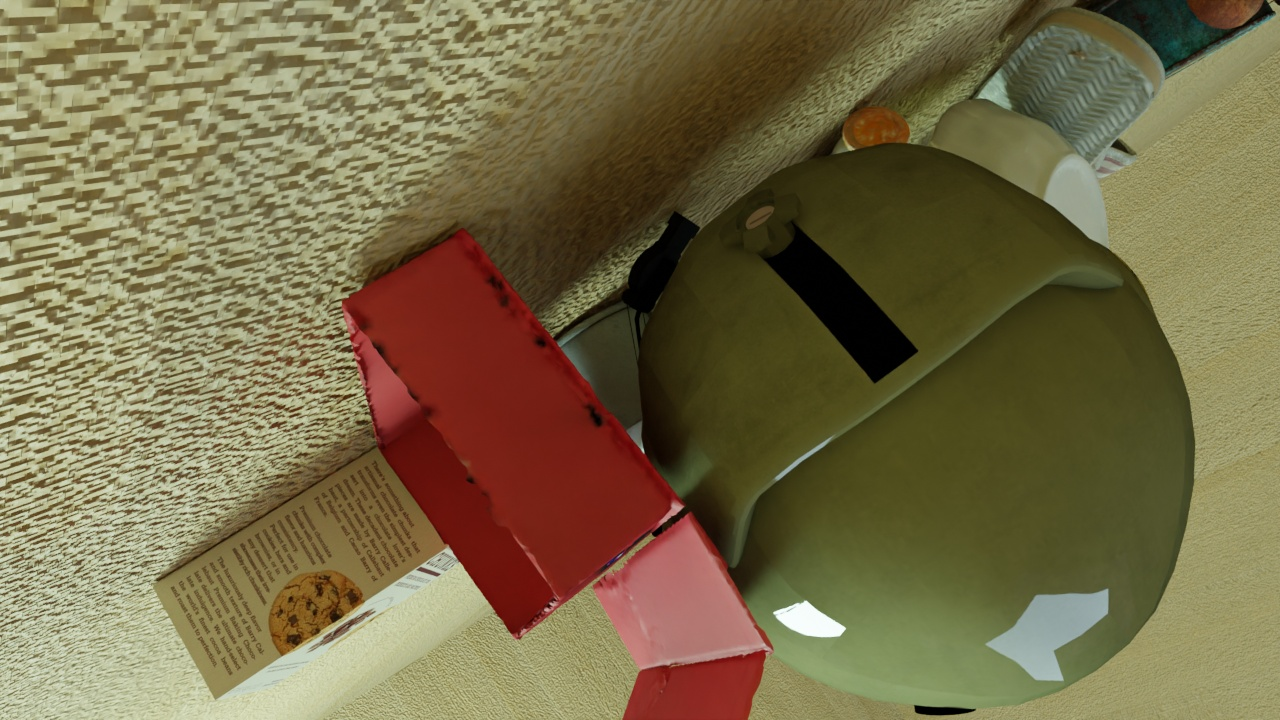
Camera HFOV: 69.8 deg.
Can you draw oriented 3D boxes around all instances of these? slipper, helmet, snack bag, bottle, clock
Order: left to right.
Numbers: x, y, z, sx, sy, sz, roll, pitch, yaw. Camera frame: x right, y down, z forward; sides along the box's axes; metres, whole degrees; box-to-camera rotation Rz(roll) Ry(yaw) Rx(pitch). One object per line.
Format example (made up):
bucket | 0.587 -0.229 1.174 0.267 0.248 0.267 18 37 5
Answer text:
snack bag | -0.156 0.104 0.541 0.206 0.070 0.094 -33 169 -12
bottle | 0.130 -0.099 0.540 0.063 0.063 0.109 -32 156 -13
helmet | 0.106 0.019 0.403 0.250 0.255 0.233 -37 172 5
slipper | 0.277 -0.157 0.618 0.052 0.115 0.263 -52 168 -4
clock | 0.349 -0.230 0.592 0.121 0.073 0.158 -27 179 -32

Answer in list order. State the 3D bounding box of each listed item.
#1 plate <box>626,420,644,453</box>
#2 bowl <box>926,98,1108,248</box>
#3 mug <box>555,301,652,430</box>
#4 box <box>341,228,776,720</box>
plate | 0.009 0.055 0.587 0.186 0.016 0.187 -30 170 -18
bowl | 0.232 -0.065 0.551 0.060 0.188 0.218 3 -164 44
mug | -0.003 0.003 0.562 0.113 0.070 0.084 -35 170 14
box | -0.015 0.151 0.374 0.123 0.378 0.212 -14 164 -17
